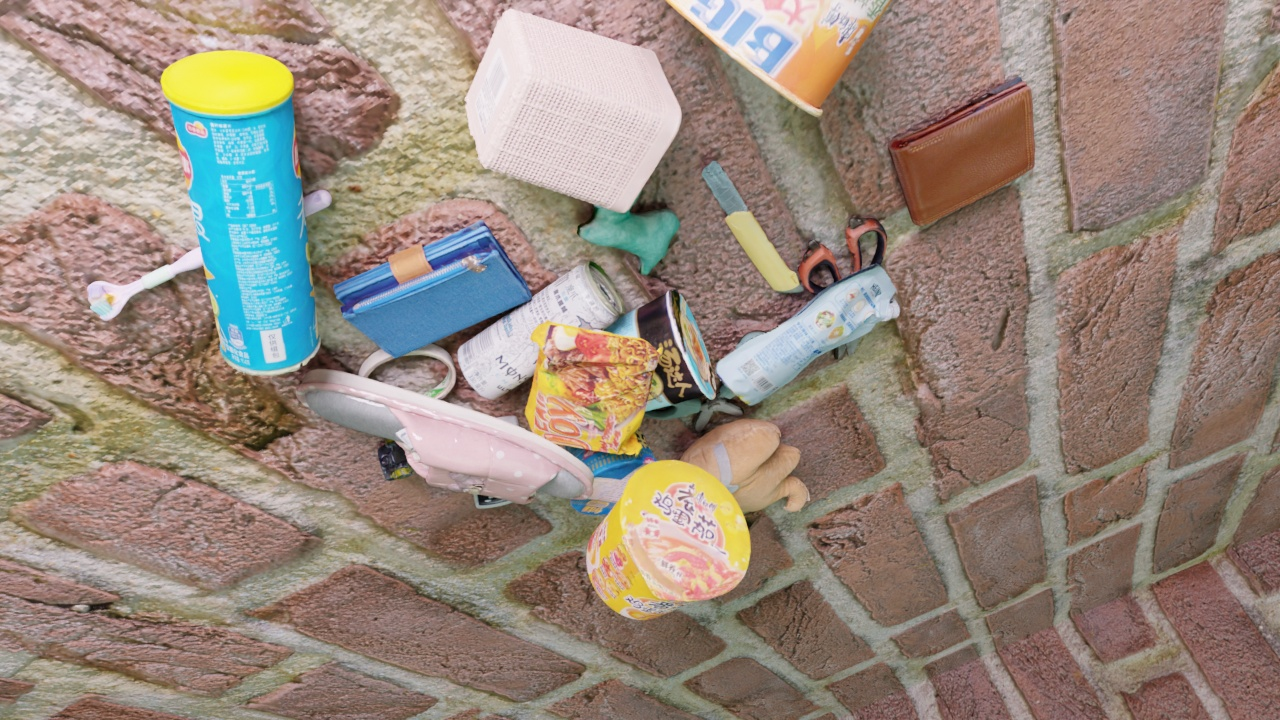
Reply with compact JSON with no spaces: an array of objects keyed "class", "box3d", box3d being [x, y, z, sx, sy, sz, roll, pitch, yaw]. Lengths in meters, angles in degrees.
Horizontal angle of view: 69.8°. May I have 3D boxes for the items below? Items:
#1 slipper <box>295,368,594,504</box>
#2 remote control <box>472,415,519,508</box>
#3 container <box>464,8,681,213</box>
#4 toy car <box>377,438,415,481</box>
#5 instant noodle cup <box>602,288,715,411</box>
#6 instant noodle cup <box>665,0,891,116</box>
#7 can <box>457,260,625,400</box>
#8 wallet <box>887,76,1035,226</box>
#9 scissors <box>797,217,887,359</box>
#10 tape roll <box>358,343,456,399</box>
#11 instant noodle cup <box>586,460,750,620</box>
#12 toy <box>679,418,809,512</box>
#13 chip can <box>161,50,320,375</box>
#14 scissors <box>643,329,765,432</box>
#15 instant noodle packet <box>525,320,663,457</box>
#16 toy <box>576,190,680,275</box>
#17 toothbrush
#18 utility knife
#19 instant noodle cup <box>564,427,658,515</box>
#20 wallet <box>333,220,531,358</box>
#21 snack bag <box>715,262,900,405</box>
[{"class":"slipper","box3d":[-0.171,0.079,0.808,0.274,0.054,0.114,22,154,-12]},{"class":"remote control","box3d":[-0.155,0.112,0.980,0.058,0.021,0.150,-12,143,-12]},{"class":"container","box3d":[-0.049,-0.166,0.611,0.110,0.090,0.090,9,135,-31]},{"class":"toy car","box3d":[-0.213,0.086,0.900,0.090,0.042,0.035,-24,167,13]},{"class":"instant noodle cup","box3d":[-0.005,0.005,0.848,0.120,0.111,0.111,-21,145,13]},{"class":"instant noodle cup","box3d":[0.085,-0.236,0.543,0.151,0.151,0.112,19,121,-42]},{"class":"can","box3d":[-0.088,-0.025,0.800,0.147,0.058,0.058,-32,143,16]},{"class":"wallet","box3d":[0.284,-0.182,0.805,0.124,0.032,0.101,-27,141,8]},{"class":"scissors","box3d":[0.199,-0.061,0.934,0.192,0.015,0.207,4,138,-32]},{"class":"tape roll","box3d":[-0.211,0.015,0.831,0.085,0.014,0.086,-13,144,-10]},{"class":"instant noodle cup","box3d":[0.018,0.179,0.879,0.137,0.138,0.110,5,147,-31]},{"class":"toy","box3d":[0.128,0.142,1.111,0.144,0.082,0.226,-22,148,17]},{"class":"chip can","box3d":[-0.255,-0.088,0.602,0.071,0.071,0.211,-7,136,-19]},{"class":"scissors","box3d":[0.061,0.028,0.980,0.179,0.019,0.171,-2,142,-26]},{"class":"instant noodle packet","box3d":[-0.044,0.029,0.780,0.111,0.044,0.129,12,135,0]},{"class":"toy","box3d":[-0.006,-0.112,0.752,0.091,0.030,0.097,6,131,-35]},{"class":"toothbrush","box3d":[-0.307,-0.079,0.655,0.189,0.029,0.021,-24,-175,3]},{"class":"utility knife","box3d":[0.100,-0.110,0.814,0.031,0.022,0.219,-14,155,22]},{"class":"instant noodle cup","box3d":[-0.036,0.084,0.925,0.099,0.109,0.099,-14,145,-10]},{"class":"wallet","box3d":[-0.165,-0.054,0.742,0.133,0.040,0.106,-23,153,3]},{"class":"snack bag","box3d":[0.171,-0.024,0.922,0.191,0.038,0.110,-35,137,15]}]
